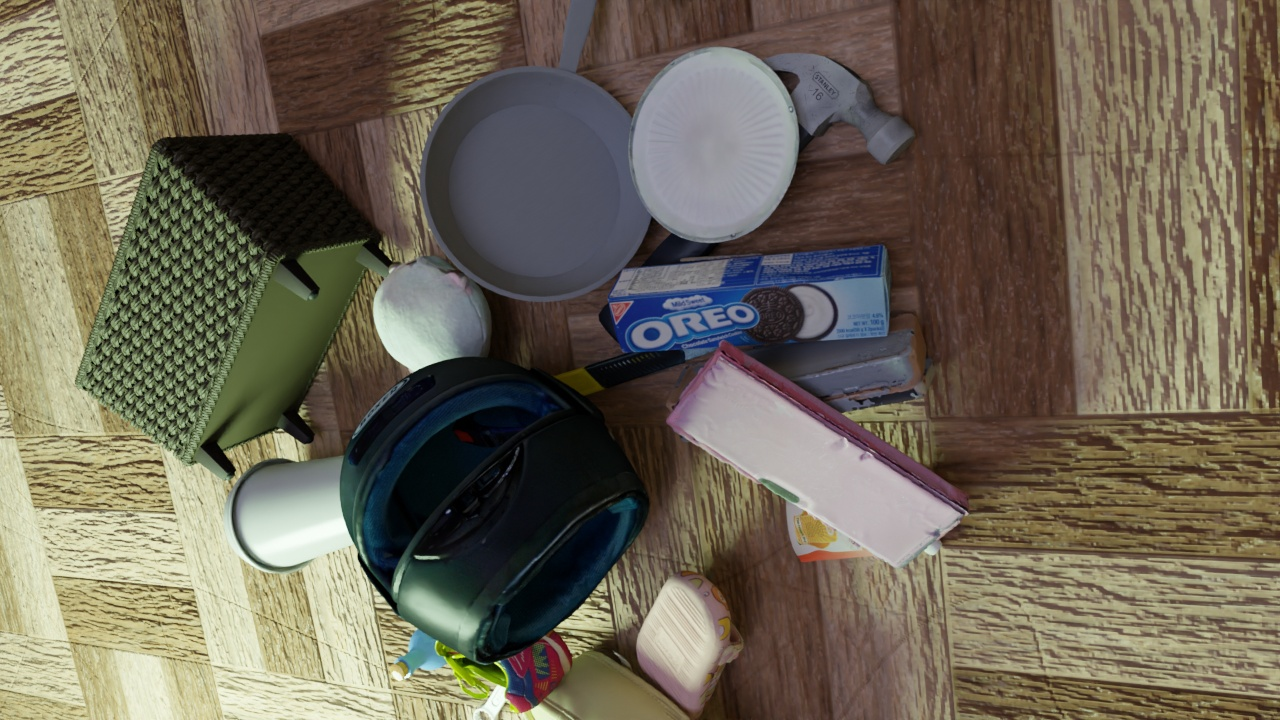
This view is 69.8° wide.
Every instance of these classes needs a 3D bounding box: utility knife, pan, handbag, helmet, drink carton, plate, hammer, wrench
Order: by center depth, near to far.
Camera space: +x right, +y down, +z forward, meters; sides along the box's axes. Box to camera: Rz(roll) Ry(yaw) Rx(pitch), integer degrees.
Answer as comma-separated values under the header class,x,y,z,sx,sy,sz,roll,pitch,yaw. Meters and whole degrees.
class,x,y,z,sx,sy,sz,roll,pitch,yaw
plate,0.059,-0.176,0.756,0.157,0.014,0.157,6,101,31
hammer,0.072,-0.123,0.786,0.139,0.035,0.313,49,119,11
drink carton,0.192,0.138,0.791,0.122,0.038,0.069,-10,97,23
helmet,-0.141,0.113,0.795,0.236,0.316,0.249,42,85,15
pan,-0.070,-0.227,0.796,0.200,0.051,0.356,13,88,-12
utility knife,-0.005,0.005,0.864,0.214,0.020,0.029,-17,96,30
handbag,-0.005,0.387,0.887,0.233,0.088,0.191,-2,115,53
wrench,-0.122,0.317,1.005,0.047,0.009,0.274,38,116,14

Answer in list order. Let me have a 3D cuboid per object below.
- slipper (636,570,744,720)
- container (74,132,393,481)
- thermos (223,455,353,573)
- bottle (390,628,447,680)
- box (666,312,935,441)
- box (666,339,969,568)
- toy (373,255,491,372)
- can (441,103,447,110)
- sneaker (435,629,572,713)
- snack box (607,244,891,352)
class,x,y,z,sx,sy,sz,roll,pitch,yaw
slipper,0.054,0.259,0.863,0.093,0.081,0.198,45,142,33
container,-0.422,-0.048,0.980,0.205,0.176,0.322,40,117,10
thermos,-0.341,0.157,1.006,0.222,0.131,0.131,-16,95,30
bottle,-0.217,0.301,0.980,0.048,0.131,0.048,7,105,26
box,0.129,0.017,0.764,0.217,0.081,0.063,-14,112,28
box,0.138,0.077,0.726,0.233,0.037,0.098,34,130,-4
toy,-0.201,-0.016,0.921,0.139,0.101,0.180,9,124,37
can,-0.132,-0.170,0.852,0.079,0.078,0.146,-15,95,29
sneaker,-0.182,0.259,0.919,0.242,0.090,0.116,28,144,29
snack box,0.089,-0.050,0.756,0.227,0.059,0.059,-3,123,18
